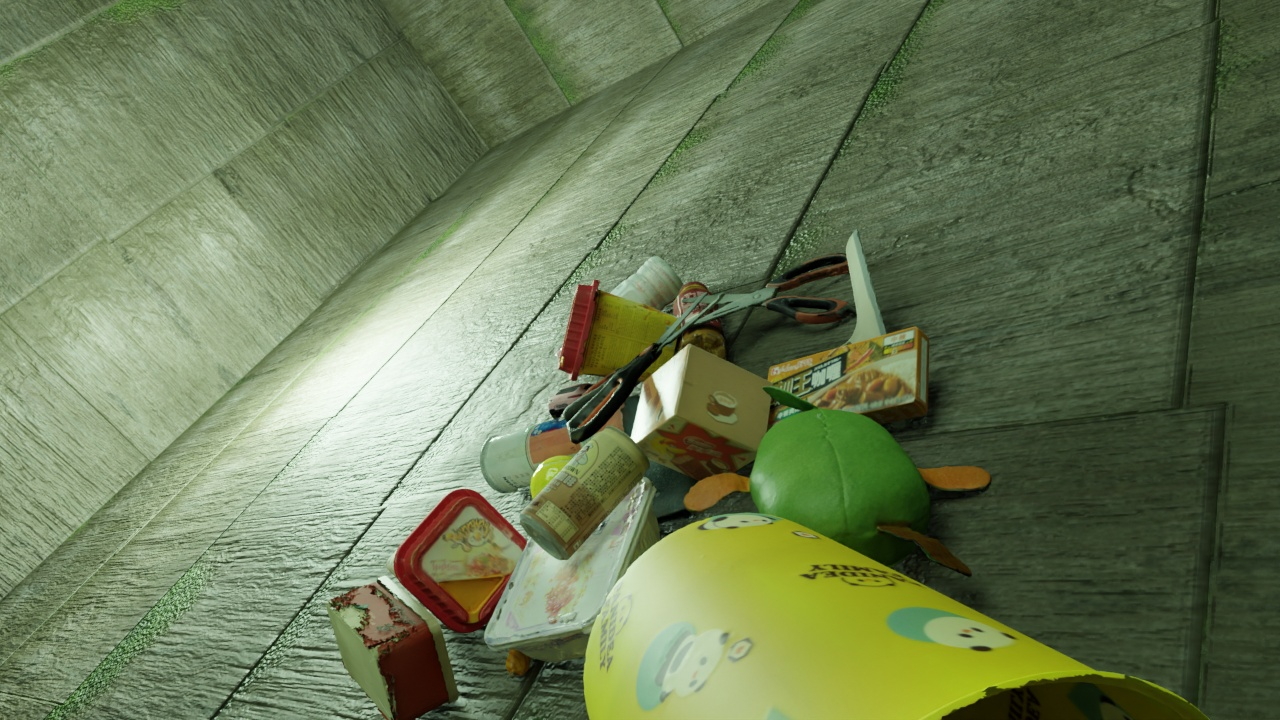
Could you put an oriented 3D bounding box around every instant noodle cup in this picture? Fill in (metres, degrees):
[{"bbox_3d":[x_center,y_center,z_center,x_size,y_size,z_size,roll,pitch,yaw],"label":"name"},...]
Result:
[{"bbox_3d":[-0.024,-0.024,1.057,0.116,0.123,0.116,166,116,-83],"label":"instant noodle cup"},{"bbox_3d":[-0.194,0.205,0.941,0.116,0.116,0.124,-50,14,-29],"label":"instant noodle cup"},{"bbox_3d":[-0.048,0.193,0.815,0.138,0.060,0.173,-21,26,32],"label":"instant noodle cup"}]

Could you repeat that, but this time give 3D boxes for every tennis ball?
[{"bbox_3d":[-0.083,0.133,0.967,0.065,0.065,0.065,-29,24,14],"label":"tennis ball"}]

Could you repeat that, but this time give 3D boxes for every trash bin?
[{"bbox_3d":[0.091,0.196,0.431,0.229,0.229,0.255,-39,18,-8],"label":"trash bin"}]

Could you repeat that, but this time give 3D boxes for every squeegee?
[{"bbox_3d":[0.141,0.021,0.912,0.247,0.039,0.246,-31,41,28],"label":"squeegee"}]

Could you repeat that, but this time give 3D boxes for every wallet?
[{"bbox_3d":[0.010,0.129,0.911,0.121,0.019,0.097,-22,27,32],"label":"wallet"}]

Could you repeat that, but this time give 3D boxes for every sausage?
[{"bbox_3d":[-0.097,0.230,0.859,0.021,0.021,0.164,-25,25,24],"label":"sausage"}]

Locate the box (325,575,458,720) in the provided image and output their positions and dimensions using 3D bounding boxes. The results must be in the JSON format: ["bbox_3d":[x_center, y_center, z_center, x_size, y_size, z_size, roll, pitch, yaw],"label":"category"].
[{"bbox_3d":[-0.246,0.273,0.867,0.079,0.091,0.169,-19,13,-31],"label":"box"}]

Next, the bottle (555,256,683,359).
[{"bbox_3d":[-0.032,-0.059,1.266,0.197,0.068,0.068,-40,23,-2],"label":"bottle"}]

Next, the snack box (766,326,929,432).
[{"bbox_3d":[0.179,0.025,0.809,0.154,0.026,0.075,-17,49,40],"label":"snack box"}]

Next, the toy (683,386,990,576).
[{"bbox_3d":[0.145,0.096,0.683,0.227,0.090,0.246,-2,18,5],"label":"toy"}]

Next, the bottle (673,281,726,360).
[{"bbox_3d":[0.069,-0.045,1.108,0.057,0.057,0.174,-29,24,15],"label":"bottle"}]

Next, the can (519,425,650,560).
[{"bbox_3d":[-0.049,0.117,0.810,0.116,0.058,0.059,-45,25,-22],"label":"can"}]

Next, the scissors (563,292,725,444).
[{"bbox_3d":[-0.009,0.007,0.916,0.235,0.021,0.220,-35,12,44],"label":"scissors"}]

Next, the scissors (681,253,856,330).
[{"bbox_3d":[0.155,-0.075,1.038,0.227,0.015,0.188,13,43,39],"label":"scissors"}]

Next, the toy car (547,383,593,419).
[{"bbox_3d":[-0.066,0.045,1.082,0.056,0.037,0.122,-10,-3,23],"label":"toy car"}]

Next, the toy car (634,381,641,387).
[{"bbox_3d":[0.000,-0.009,1.143,0.120,0.053,0.045,-47,-16,-32],"label":"toy car"}]

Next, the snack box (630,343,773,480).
[{"bbox_3d":[0.055,0.052,0.843,0.095,0.092,0.076,-42,28,53],"label":"snack box"}]

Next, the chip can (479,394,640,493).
[{"bbox_3d":[-0.081,0.096,1.029,0.215,0.071,0.071,-18,29,35],"label":"chip can"}]
